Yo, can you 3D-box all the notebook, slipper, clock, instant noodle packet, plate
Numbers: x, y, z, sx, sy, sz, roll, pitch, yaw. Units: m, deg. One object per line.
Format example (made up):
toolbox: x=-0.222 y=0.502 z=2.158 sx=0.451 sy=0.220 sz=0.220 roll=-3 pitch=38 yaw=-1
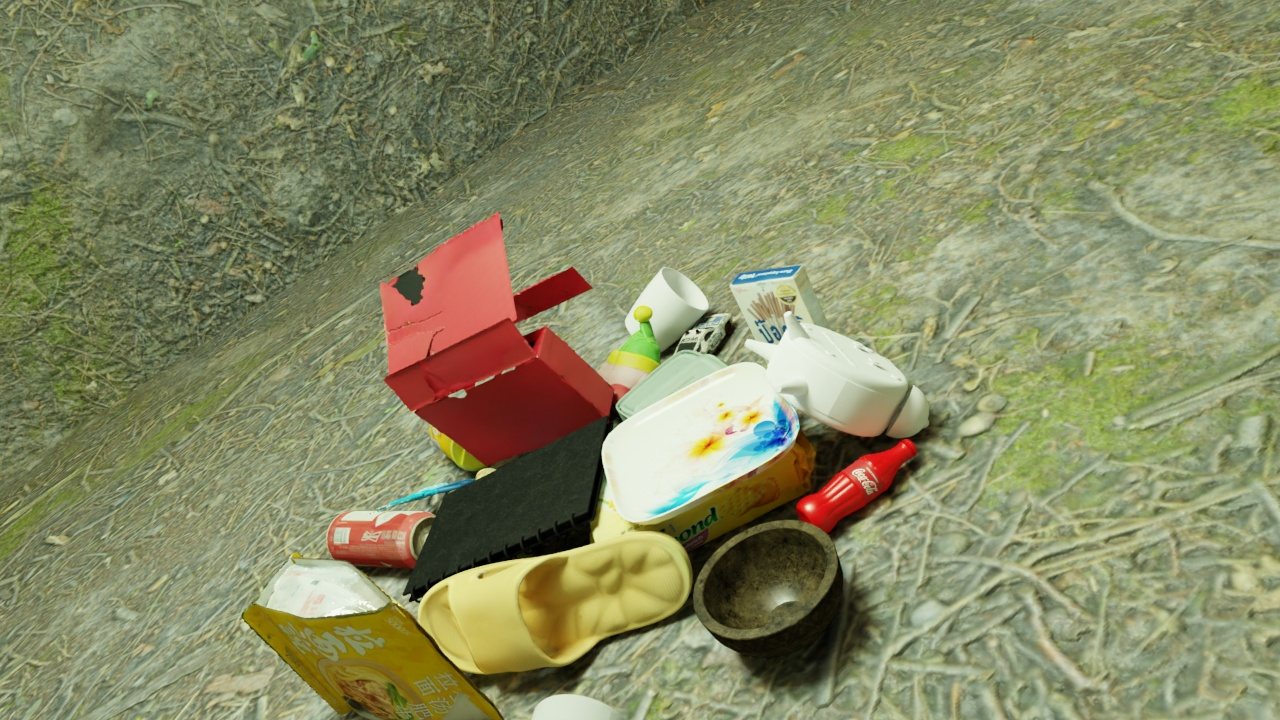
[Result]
notebook: x=-0.136 y=0.155 z=0.958 sx=0.232 sy=0.019 sz=0.168 roll=-27 pitch=25 yaw=20
slipper: x=-0.081 y=0.223 z=0.812 sx=0.264 sy=0.099 sz=0.078 roll=-19 pitch=6 yaw=11
clock: x=0.191 y=0.011 z=0.865 sx=0.125 sy=0.161 sz=0.073 roll=-112 pitch=43 yaw=-64
instant noodle packet: x=-0.237 y=0.264 z=0.834 sx=0.222 sy=0.163 sz=0.084 roll=-5 pitch=35 yaw=41
plate: x=0.054 y=0.078 z=0.877 sx=0.187 sy=0.016 sz=0.186 roll=-28 pitch=26 yaw=3

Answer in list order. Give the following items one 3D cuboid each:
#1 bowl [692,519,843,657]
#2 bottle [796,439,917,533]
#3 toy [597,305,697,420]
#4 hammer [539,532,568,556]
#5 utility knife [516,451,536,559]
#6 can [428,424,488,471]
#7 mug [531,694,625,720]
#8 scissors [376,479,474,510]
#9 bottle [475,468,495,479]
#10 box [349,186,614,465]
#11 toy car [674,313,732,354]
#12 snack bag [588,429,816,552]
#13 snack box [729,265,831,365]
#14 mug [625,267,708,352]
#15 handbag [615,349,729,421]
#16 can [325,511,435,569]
bowl: x=0.109 y=0.191 z=0.731 sx=0.121 sy=0.056 sz=0.121 roll=-24 pitch=27 yaw=13
bottle: x=0.194 y=0.109 z=0.812 sx=0.119 sy=0.036 sz=0.036 roll=-34 pitch=26 yaw=-9
toy: x=-0.007 y=0.007 z=1.132 sx=0.131 sy=0.097 sz=0.124 roll=-45 pitch=33 yaw=-24
hammer: x=-0.082 y=0.147 z=1.035 sx=0.147 sy=0.028 sz=0.316 roll=-12 pitch=29 yaw=9
utility knife: x=-0.134 y=0.165 z=1.073 sx=0.031 sy=0.015 sz=0.209 roll=-23 pitch=30 yaw=6
can: x=-0.237 y=0.103 z=1.231 sx=0.067 sy=0.068 sz=0.105 roll=-39 pitch=27 yaw=-18
mug: x=-0.038 y=0.309 z=0.662 sx=0.112 sy=0.079 sz=0.096 roll=8 pitch=36 yaw=10
scissors: x=-0.264 y=0.166 z=1.140 sx=0.090 sy=0.014 sz=0.140 roll=-11 pitch=-2 yaw=24
bottle: x=-0.186 y=0.185 z=1.057 sx=0.072 sy=0.046 sz=0.161 roll=-23 pitch=27 yaw=14
box: x=-0.195 y=-0.018 z=1.059 sx=0.212 sy=0.315 sz=0.123 roll=-22 pitch=17 yaw=33
toy car: x=0.078 y=-0.029 z=1.174 sx=0.049 sy=0.040 sz=0.112 roll=-5 pitch=35 yaw=40
snack bag: x=0.054 y=0.117 z=0.907 sx=0.247 sy=0.068 sz=0.159 roll=-27 pitch=25 yaw=5
snack box: x=0.159 y=-0.028 z=0.964 sx=0.082 sy=0.150 sz=0.026 roll=-1 pitch=37 yaw=44
mug: x=0.043 y=-0.063 z=1.230 sx=0.088 sy=0.114 sz=0.081 roll=-48 pitch=58 yaw=25
handbag: x=0.045 y=0.048 z=1.041 sx=0.121 sy=0.067 sz=0.106 roll=-39 pitch=29 yaw=-18
can: x=-0.306 y=0.215 z=1.103 sx=0.171 sy=0.067 sz=0.067 roll=-7 pitch=34 yaw=39
